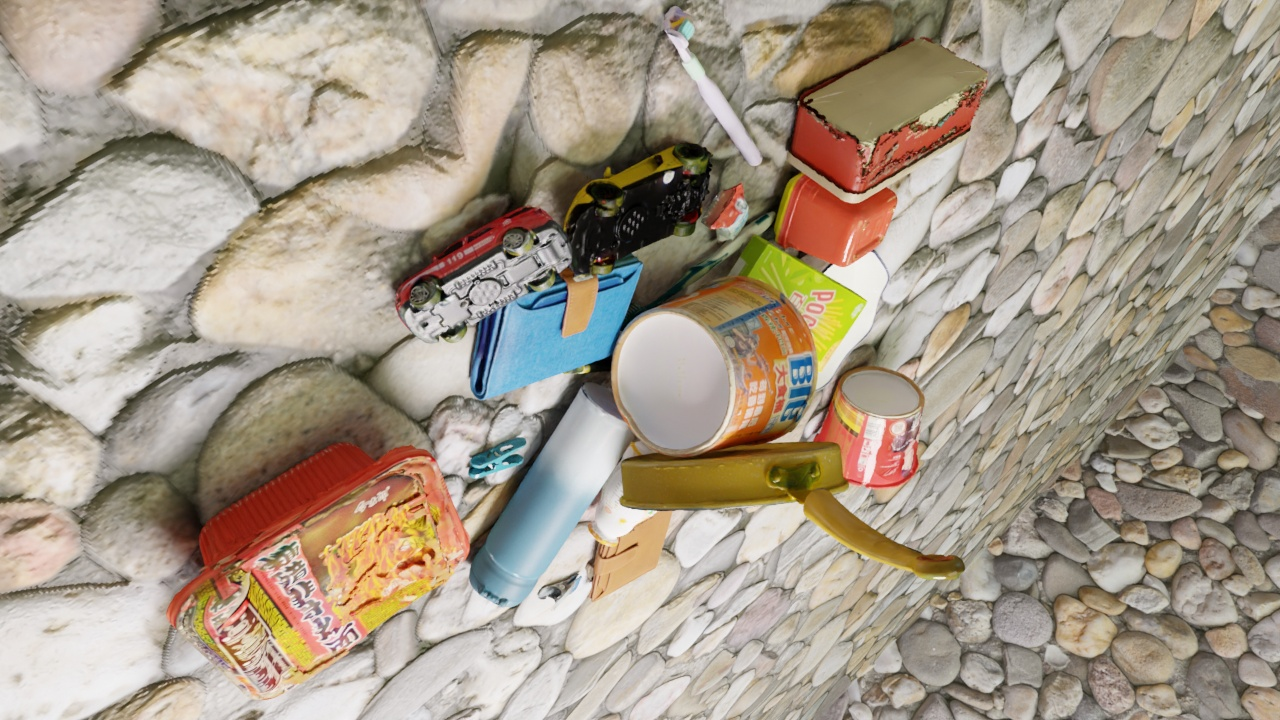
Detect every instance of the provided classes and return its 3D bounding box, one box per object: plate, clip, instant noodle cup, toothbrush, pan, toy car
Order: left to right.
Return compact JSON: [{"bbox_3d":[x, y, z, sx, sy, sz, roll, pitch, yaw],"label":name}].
[{"bbox_3d":[-0.219,0.135,0.638,0.188,0.079,0.165,-33,146,-23],"label":"instant noodle cup"},{"bbox_3d":[-0.104,-0.057,0.602,0.120,0.045,0.053,-32,144,-4],"label":"toy car"},{"bbox_3d":[-0.120,0.083,0.768,0.056,0.014,0.041,-20,138,-38],"label":"clip"},{"bbox_3d":[-0.087,0.249,0.993,0.056,0.028,0.024,-20,142,-53],"label":"clip"},{"bbox_3d":[-0.005,0.005,0.827,0.185,0.012,0.017,-3,138,-50],"label":"toothbrush"},{"bbox_3d":[-0.003,-0.113,0.669,0.155,0.041,0.071,-32,146,-34],"label":"toy car"},{"bbox_3d":[0.050,-0.081,0.800,0.191,0.018,0.016,-37,147,-22],"label":"toothbrush"},{"bbox_3d":[0.055,0.010,0.760,0.111,0.151,0.152,-15,136,-52],"label":"instant noodle cup"},{"bbox_3d":[0.060,-0.194,0.682,0.021,0.029,0.189,-13,158,20],"label":"toothbrush"},{"bbox_3d":[0.114,0.110,0.723,0.197,0.358,0.078,-4,87,-26],"label":"pan"},{"bbox_3d":[0.180,-0.038,0.979,0.204,0.045,0.205,-31,144,-26],"label":"plate"},{"bbox_3d":[0.303,0.082,1.186,0.137,0.138,0.109,-26,136,-33],"label":"instant noodle cup"}]

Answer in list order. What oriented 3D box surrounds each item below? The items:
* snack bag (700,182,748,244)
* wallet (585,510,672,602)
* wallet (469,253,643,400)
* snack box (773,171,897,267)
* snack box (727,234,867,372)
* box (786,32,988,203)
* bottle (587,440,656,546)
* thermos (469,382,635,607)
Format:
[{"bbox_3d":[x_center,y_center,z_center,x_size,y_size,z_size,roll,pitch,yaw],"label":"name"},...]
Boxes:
[{"bbox_3d":[0.073,-0.119,0.750,0.045,0.026,0.105,-59,172,4],"label":"snack bag"},{"bbox_3d":[-0.010,0.202,1.022,0.107,0.031,0.132,-22,139,-39],"label":"wallet"},{"bbox_3d":[-0.063,-0.028,0.697,0.132,0.040,0.107,-21,143,-40],"label":"wallet"},{"bbox_3d":[0.178,-0.131,0.829,0.091,0.080,0.082,-33,147,-40],"label":"snack box"},{"bbox_3d":[0.140,-0.050,0.861,0.156,0.026,0.086,22,106,-39],"label":"snack box"},{"bbox_3d":[0.214,-0.214,0.782,0.168,0.091,0.079,-32,149,-26],"label":"box"},{"bbox_3d":[-0.010,0.133,0.912,0.108,0.063,0.063,-56,148,12],"label":"bottle"},{"bbox_3d":[-0.080,0.124,0.817,0.070,0.070,0.221,11,117,-55],"label":"thermos"}]
